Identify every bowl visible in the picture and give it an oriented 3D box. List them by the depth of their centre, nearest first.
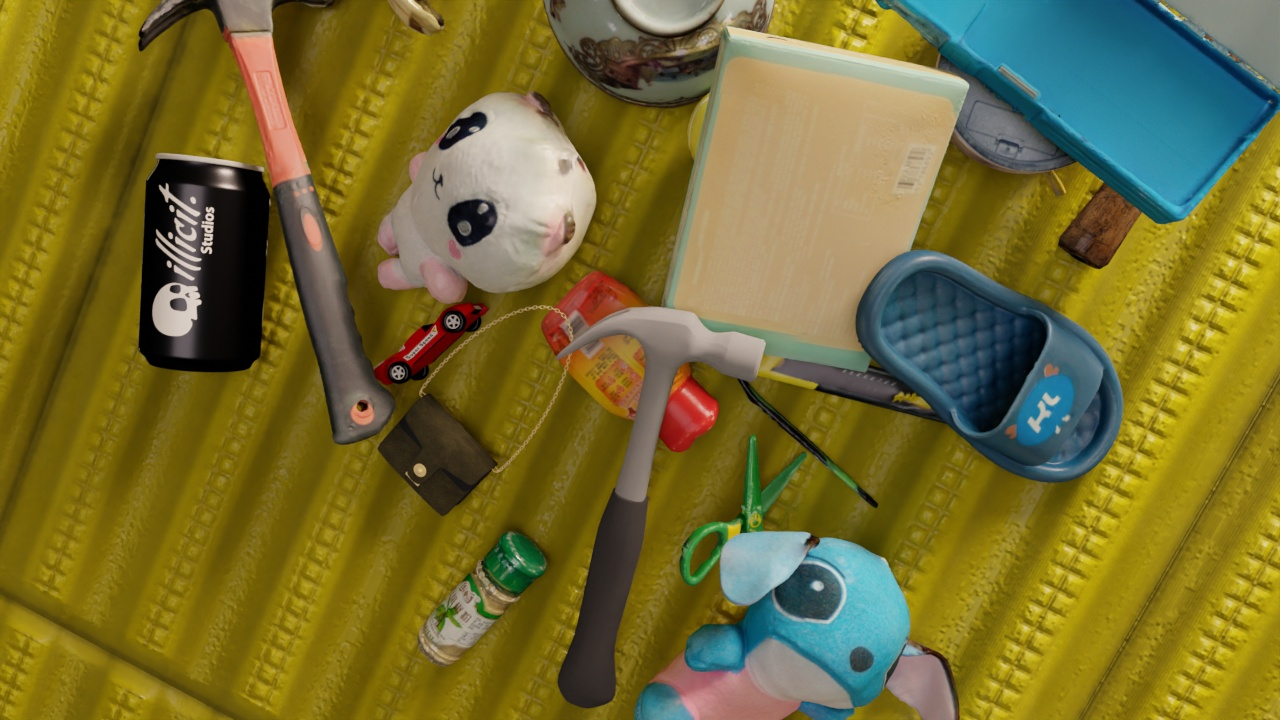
[{"bbox_3d":[0.014,-0.238,0.570,0.160,0.093,0.160,0,107,-2],"label":"bowl"}]

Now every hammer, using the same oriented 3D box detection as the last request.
[{"bbox_3d":[0.381,-0.201,0.575,0.120,0.033,0.330,32,99,3],"label":"hammer"},{"bbox_3d":[-0.232,-0.106,0.623,0.132,0.033,0.333,-17,91,-31],"label":"hammer"},{"bbox_3d":[-0.015,0.110,0.627,0.125,0.029,0.311,17,111,8],"label":"hammer"}]

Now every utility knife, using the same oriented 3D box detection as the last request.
[{"bbox_3d":[0.154,0.015,0.632,0.174,0.020,0.029,14,99,5],"label":"utility knife"}]

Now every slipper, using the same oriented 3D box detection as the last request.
[{"bbox_3d":[0.229,0.005,0.578,0.213,0.059,0.104,33,98,-19],"label":"slipper"}]

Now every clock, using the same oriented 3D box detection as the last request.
[{"bbox_3d":[0.248,-0.193,0.579,0.117,0.058,0.158,17,97,5],"label":"clock"}]

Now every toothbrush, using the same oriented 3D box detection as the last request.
[{"bbox_3d":[0.095,0.040,0.645,0.188,0.014,0.017,43,112,2],"label":"toothbrush"}]

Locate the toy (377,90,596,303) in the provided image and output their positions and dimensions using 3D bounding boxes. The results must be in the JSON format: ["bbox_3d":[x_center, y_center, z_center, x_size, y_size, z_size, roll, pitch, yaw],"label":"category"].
[{"bbox_3d":[-0.112,-0.101,0.621,0.180,0.101,0.138,-19,71,26],"label":"toy"}]

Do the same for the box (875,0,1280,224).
[{"bbox_3d":[0.264,-0.217,0.516,0.243,0.059,0.176,39,115,2],"label":"box"}]

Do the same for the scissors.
[{"bbox_3d":[0.080,0.115,0.636,0.126,0.012,0.123,-45,121,-14],"label":"scissors"}]

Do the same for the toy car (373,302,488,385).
[{"bbox_3d":[-0.151,-0.013,0.660,0.089,0.038,0.025,-41,86,9],"label":"toy car"}]

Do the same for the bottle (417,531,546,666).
[{"bbox_3d":[-0.118,0.176,0.673,0.042,0.042,0.110,43,100,2],"label":"bottle"}]

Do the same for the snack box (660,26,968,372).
[{"bbox_3d":[0.099,-0.093,0.572,0.141,0.044,0.194,10,120,-4],"label":"snack box"}]

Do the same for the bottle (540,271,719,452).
[{"bbox_3d":[-0.004,0.004,0.636,0.071,0.048,0.134,-45,88,11],"label":"bottle"}]

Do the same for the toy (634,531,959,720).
[{"bbox_3d":[0.104,0.209,0.619,0.224,0.099,0.192,39,104,-27],"label":"toy"}]

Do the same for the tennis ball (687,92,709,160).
[{"bbox_3d":[0.064,-0.149,0.604,0.065,0.065,0.065,1,95,7],"label":"tennis ball"}]

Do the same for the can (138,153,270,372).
[{"bbox_3d":[-0.310,-0.068,0.655,0.080,0.080,0.146,7,96,7],"label":"can"}]

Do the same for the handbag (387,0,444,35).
[{"bbox_3d":[-0.117,-0.355,0.600,0.233,0.088,0.191,-36,93,9],"label":"handbag"}]

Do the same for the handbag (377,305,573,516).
[{"bbox_3d":[-0.110,0.030,0.643,0.084,0.027,0.178,46,113,1],"label":"handbag"}]
